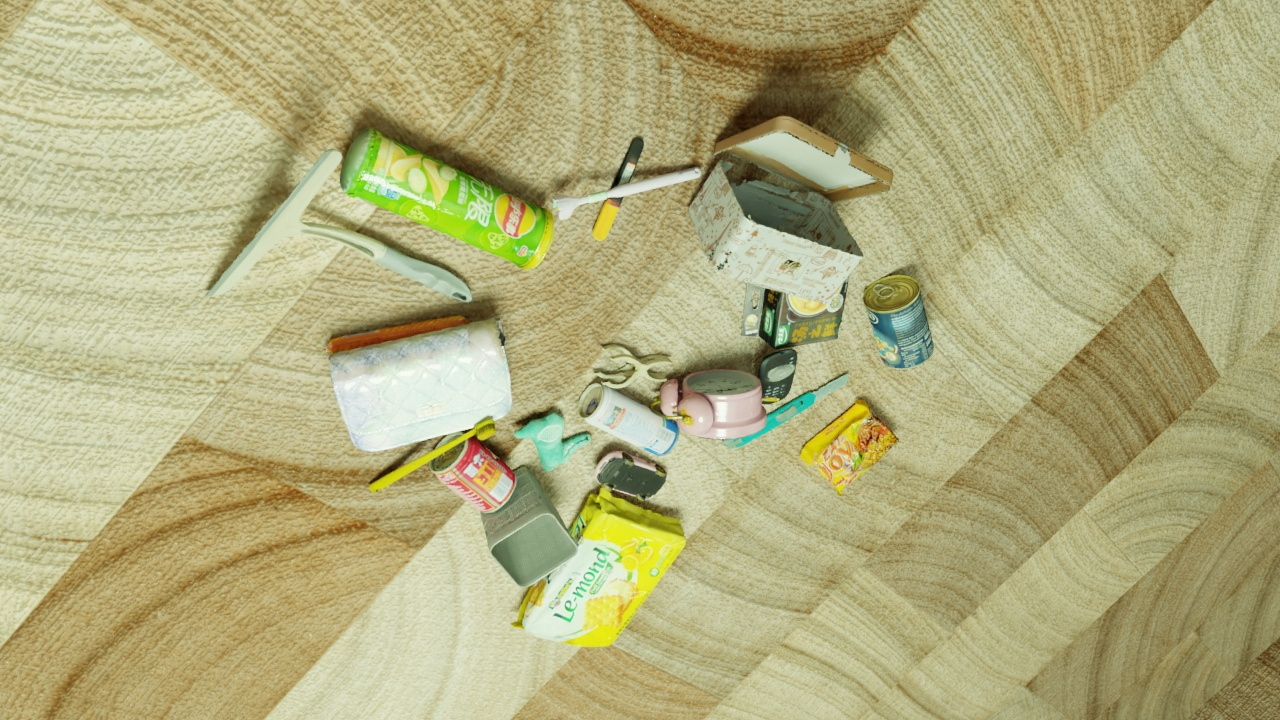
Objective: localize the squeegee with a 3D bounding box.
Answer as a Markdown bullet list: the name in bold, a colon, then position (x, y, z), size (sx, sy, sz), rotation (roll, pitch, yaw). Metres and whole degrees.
- **squeegee**: position (-0.280, -0.111, 0.965), size (0.246, 0.039, 0.247), rotation (19, 137, -42)

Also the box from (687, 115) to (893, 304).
- **box**: position (0.181, -0.191, 1.054), size (0.182, 0.152, 0.179), rotation (12, 131, -29)

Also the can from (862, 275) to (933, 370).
- **can**: position (0.354, -0.050, 1.255), size (0.075, 0.075, 0.111), rotation (-31, 126, -4)

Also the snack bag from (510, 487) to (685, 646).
- **snack bag**: position (-0.058, 0.296, 1.287), size (0.158, 0.068, 0.247), rotation (24, 107, -33)

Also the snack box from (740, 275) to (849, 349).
- **snack box**: position (0.203, -0.078, 1.195), size (0.125, 0.053, 0.113), rotation (-11, 122, -23)

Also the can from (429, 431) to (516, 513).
- **can**: position (-0.207, 0.137, 1.131), size (0.066, 0.066, 0.094), rotation (-41, 126, 3)

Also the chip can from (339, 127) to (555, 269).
- **chip can**: position (-0.199, -0.166, 0.956), size (0.221, 0.072, 0.073), rotation (21, 108, -31)

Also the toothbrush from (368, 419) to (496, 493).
- **toothbrush**: position (-0.249, 0.117, 1.094), size (0.190, 0.016, 0.015), rotation (-28, 152, 19)

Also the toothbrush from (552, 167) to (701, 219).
- **toothbrush**: position (-0.011, -0.193, 1.036), size (0.188, 0.021, 0.029), rotation (-19, 92, -24)

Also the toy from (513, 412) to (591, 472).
- **toy**: position (-0.110, 0.103, 1.178), size (0.096, 0.030, 0.092), rotation (-24, 130, -17)

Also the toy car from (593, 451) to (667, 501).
- **toy car**: position (-0.014, 0.154, 1.244), size (0.122, 0.037, 0.056), rotation (26, 108, -46)

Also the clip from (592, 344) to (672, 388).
- **clip**: position (-0.007, -0.003, 1.156), size (0.104, 0.035, 0.084), rotation (-13, 123, -21)

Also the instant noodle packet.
- **instant noodle packet**: position (0.311, 0.131, 1.363), size (0.128, 0.044, 0.111), rotation (-43, 121, 5)

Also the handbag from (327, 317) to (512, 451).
- **handbag**: position (-0.242, 0.028, 1.039), size (0.193, 0.075, 0.134), rotation (-15, 135, -13)

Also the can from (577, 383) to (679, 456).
- **can**: position (-0.015, 0.077, 1.186), size (0.134, 0.053, 0.053), rotation (29, 104, -33)

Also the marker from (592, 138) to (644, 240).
- **marker**: position (-0.026, -0.195, 1.048), size (0.018, 0.015, 0.124), rotation (15, 109, -31)

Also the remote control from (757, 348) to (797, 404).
- **remote control**: position (0.181, 0.018, 1.233), size (0.053, 0.024, 0.137), rotation (-15, 150, -7)

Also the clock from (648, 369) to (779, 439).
- **clock**: position (0.088, 0.056, 1.182), size (0.158, 0.117, 0.060), rotation (-10, 111, -20)

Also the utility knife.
- **utility knife**: position (0.208, 0.073, 1.303), size (0.207, 0.013, 0.029), rotation (-30, 126, -5)

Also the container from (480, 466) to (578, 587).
- **container**: position (-0.149, 0.207, 1.167), size (0.090, 0.114, 0.090), rotation (-32, 126, -3)

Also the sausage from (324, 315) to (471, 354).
- **sausage**: position (-0.272, -0.029, 1.035), size (0.165, 0.021, 0.021), rotation (-12, 122, -16)
